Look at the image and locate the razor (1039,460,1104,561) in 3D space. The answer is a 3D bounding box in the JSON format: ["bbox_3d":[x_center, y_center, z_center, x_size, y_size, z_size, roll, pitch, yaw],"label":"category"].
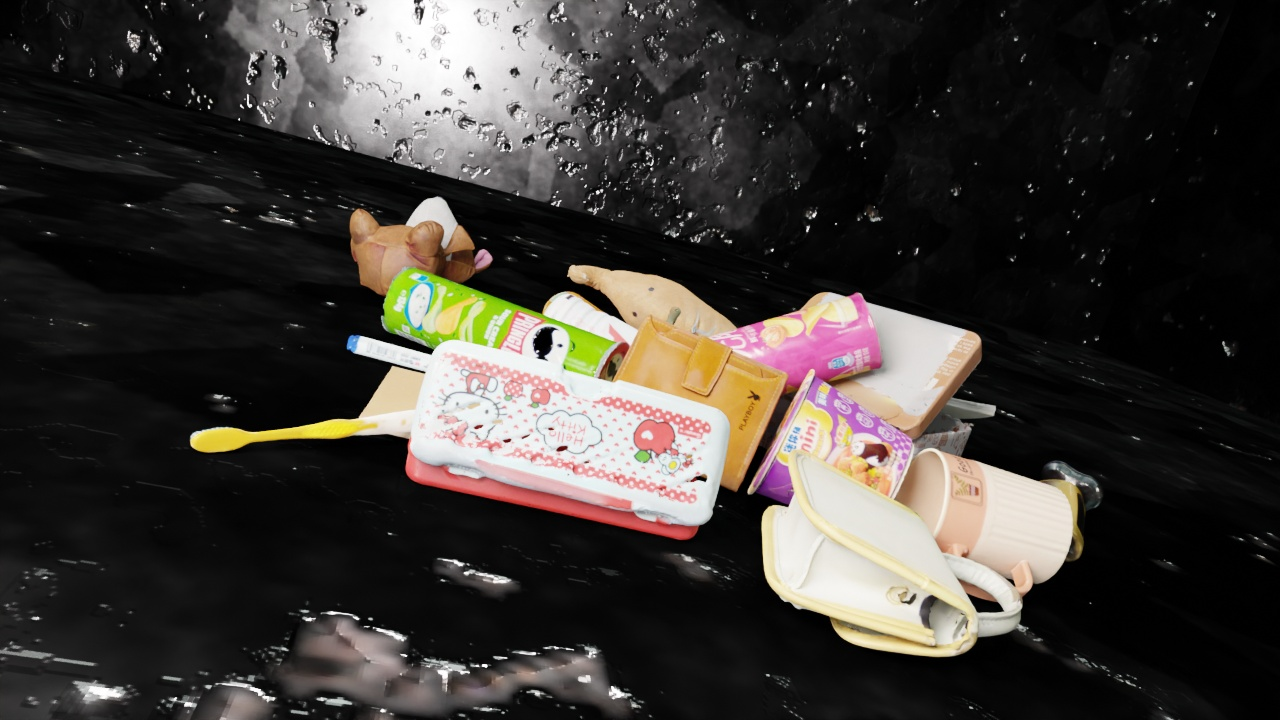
[{"bbox_3d":[0.396,0.142,0.852,0.068,0.062,0.167,-11,6,26],"label":"razor"}]

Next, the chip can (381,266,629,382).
[{"bbox_3d":[-0.128,-0.020,0.855,0.236,0.072,0.072,20,13,19],"label":"chip can"}]

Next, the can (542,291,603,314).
[{"bbox_3d":[-0.058,-0.030,1.012,0.058,0.058,0.146,9,15,-30],"label":"can"}]

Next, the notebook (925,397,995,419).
[{"bbox_3d":[0.282,0.046,1.050,0.150,0.012,0.209,14,-7,-8],"label":"notebook"}]

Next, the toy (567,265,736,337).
[{"bbox_3d":[0.026,-0.046,0.996,0.226,0.082,0.143,37,-12,-31],"label":"toy"}]

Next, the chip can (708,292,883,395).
[{"bbox_3d":[0.099,0.003,0.804,0.210,0.071,0.071,-16,13,4],"label":"chip can"}]

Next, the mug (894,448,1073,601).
[{"bbox_3d":[0.261,0.131,0.695,0.106,0.082,0.114,16,39,-7],"label":"mug"}]

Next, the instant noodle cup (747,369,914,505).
[{"bbox_3d":[0.152,0.077,0.722,0.099,0.112,0.111,27,15,9],"label":"instant noodle cup"}]

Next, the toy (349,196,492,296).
[{"bbox_3d":[-0.262,-0.135,1.094,0.140,0.130,0.199,13,2,13],"label":"toy"}]

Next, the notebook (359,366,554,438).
[{"bbox_3d":[-0.105,0.050,0.724,0.207,0.008,0.147,14,12,-9],"label":"notebook"}]

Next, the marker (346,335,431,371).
[{"bbox_3d":[-0.185,0.003,0.807,0.146,0.017,0.017,15,13,-4],"label":"marker"}]

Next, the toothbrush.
[{"bbox_3d":[-0.196,0.043,0.602,0.191,0.016,0.018,-4,15,-45],"label":"toothbrush"}]

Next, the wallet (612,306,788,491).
[{"bbox_3d":[0.044,0.028,0.753,0.131,0.119,0.035,23,-9,11],"label":"wallet"}]

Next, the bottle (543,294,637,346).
[{"bbox_3d":[-0.005,0.005,0.890,0.197,0.068,0.068,28,15,12],"label":"bottle"}]

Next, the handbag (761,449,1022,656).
[{"bbox_3d":[0.166,0.137,0.590,0.179,0.063,0.163,26,12,0],"label":"handbag"}]

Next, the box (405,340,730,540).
[{"bbox_3d":[-0.045,0.048,0.603,0.201,0.099,0.095,14,14,-9],"label":"box"}]

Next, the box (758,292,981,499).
[{"bbox_3d":[0.207,0.023,0.858,0.182,0.168,0.150,27,15,37],"label":"box"}]
